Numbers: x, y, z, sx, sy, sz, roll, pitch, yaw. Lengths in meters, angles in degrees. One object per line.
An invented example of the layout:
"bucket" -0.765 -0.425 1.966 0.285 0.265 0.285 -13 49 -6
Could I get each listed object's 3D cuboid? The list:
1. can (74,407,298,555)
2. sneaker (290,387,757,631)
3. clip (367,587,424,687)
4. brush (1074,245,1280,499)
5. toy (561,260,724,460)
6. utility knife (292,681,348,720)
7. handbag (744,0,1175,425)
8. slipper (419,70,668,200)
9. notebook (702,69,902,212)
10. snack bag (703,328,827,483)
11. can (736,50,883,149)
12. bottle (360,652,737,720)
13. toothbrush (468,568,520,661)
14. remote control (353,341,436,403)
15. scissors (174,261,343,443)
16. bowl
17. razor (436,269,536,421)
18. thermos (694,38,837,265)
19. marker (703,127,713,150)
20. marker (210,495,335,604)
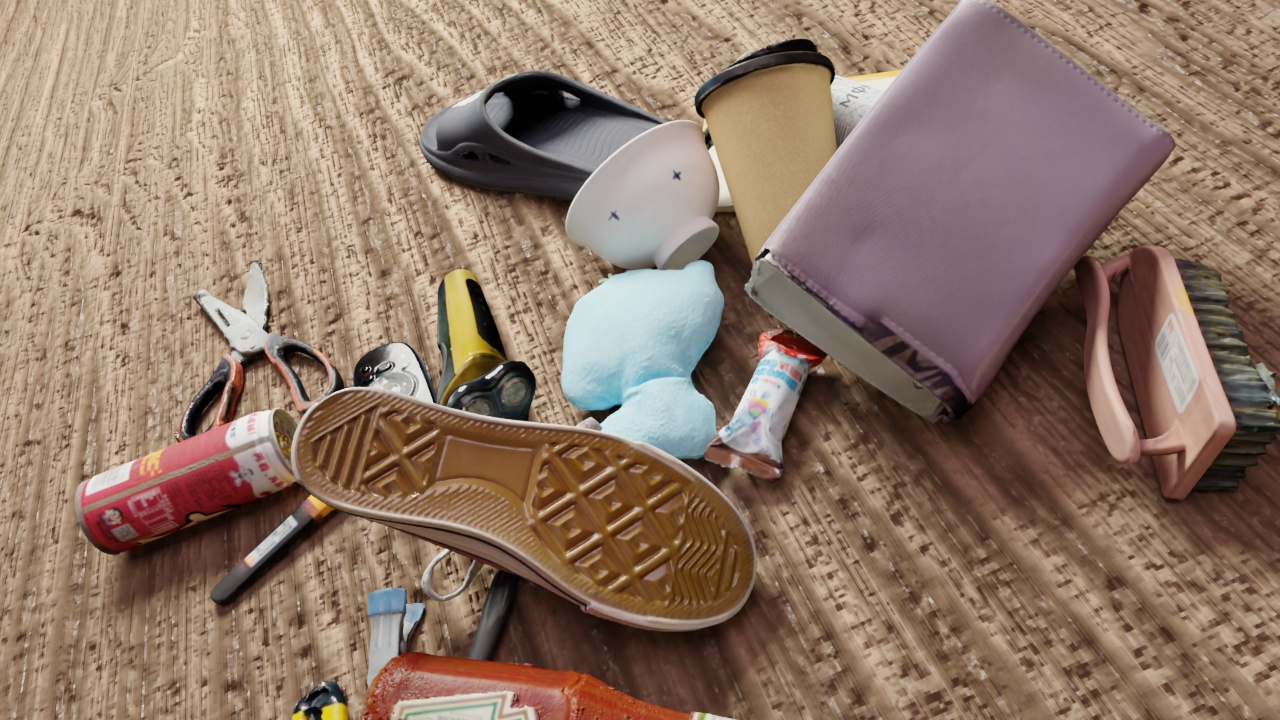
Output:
"can" -0.288 0.077 0.596 0.133 0.053 0.053 -22 47 -1
"sneaker" -0.059 0.078 0.485 0.241 0.088 0.118 17 74 -3
"clip" -0.137 0.156 0.503 0.027 0.044 0.058 -7 53 10
"brush" 0.269 -0.005 0.477 0.073 0.063 0.145 3 50 7
"toy" -0.003 0.003 0.570 0.161 0.050 0.156 -35 58 -7
"utility knife" -0.159 0.238 0.439 0.033 0.015 0.177 -18 47 6
"handbag" 0.175 -0.080 0.519 0.145 0.098 0.197 38 83 11
"slipper" -0.078 -0.196 0.745 0.268 0.083 0.110 19 57 32
"notebook" 0.146 -0.169 0.697 0.206 0.010 0.145 -2 51 16
"snack bag" 0.076 0.024 0.540 0.045 0.026 0.105 21 58 11
"can" 0.129 -0.178 0.662 0.058 0.058 0.147 -41 51 -18
"bottle" -0.022 0.172 0.418 0.206 0.060 0.059 3 51 9
"toothbrush" -0.090 0.178 0.471 0.016 0.018 0.180 1 49 16
"remote control" -0.157 0.039 0.607 0.053 0.024 0.136 -26 46 -5
"scissors" -0.295 -0.002 0.693 0.189 0.015 0.224 0 51 19
"bowl" 0.015 -0.097 0.626 0.118 0.118 0.064 -33 74 -12
"razor" -0.109 -0.008 0.614 0.068 0.062 0.167 -39 39 13
"thermos" 0.091 -0.130 0.597 0.093 0.093 0.143 -13 84 7
"marker" 0.066 -0.176 0.657 0.124 0.018 0.015 -45 65 17
"marker" -0.217 0.106 0.576 0.123 0.015 0.018 -44 50 -17
